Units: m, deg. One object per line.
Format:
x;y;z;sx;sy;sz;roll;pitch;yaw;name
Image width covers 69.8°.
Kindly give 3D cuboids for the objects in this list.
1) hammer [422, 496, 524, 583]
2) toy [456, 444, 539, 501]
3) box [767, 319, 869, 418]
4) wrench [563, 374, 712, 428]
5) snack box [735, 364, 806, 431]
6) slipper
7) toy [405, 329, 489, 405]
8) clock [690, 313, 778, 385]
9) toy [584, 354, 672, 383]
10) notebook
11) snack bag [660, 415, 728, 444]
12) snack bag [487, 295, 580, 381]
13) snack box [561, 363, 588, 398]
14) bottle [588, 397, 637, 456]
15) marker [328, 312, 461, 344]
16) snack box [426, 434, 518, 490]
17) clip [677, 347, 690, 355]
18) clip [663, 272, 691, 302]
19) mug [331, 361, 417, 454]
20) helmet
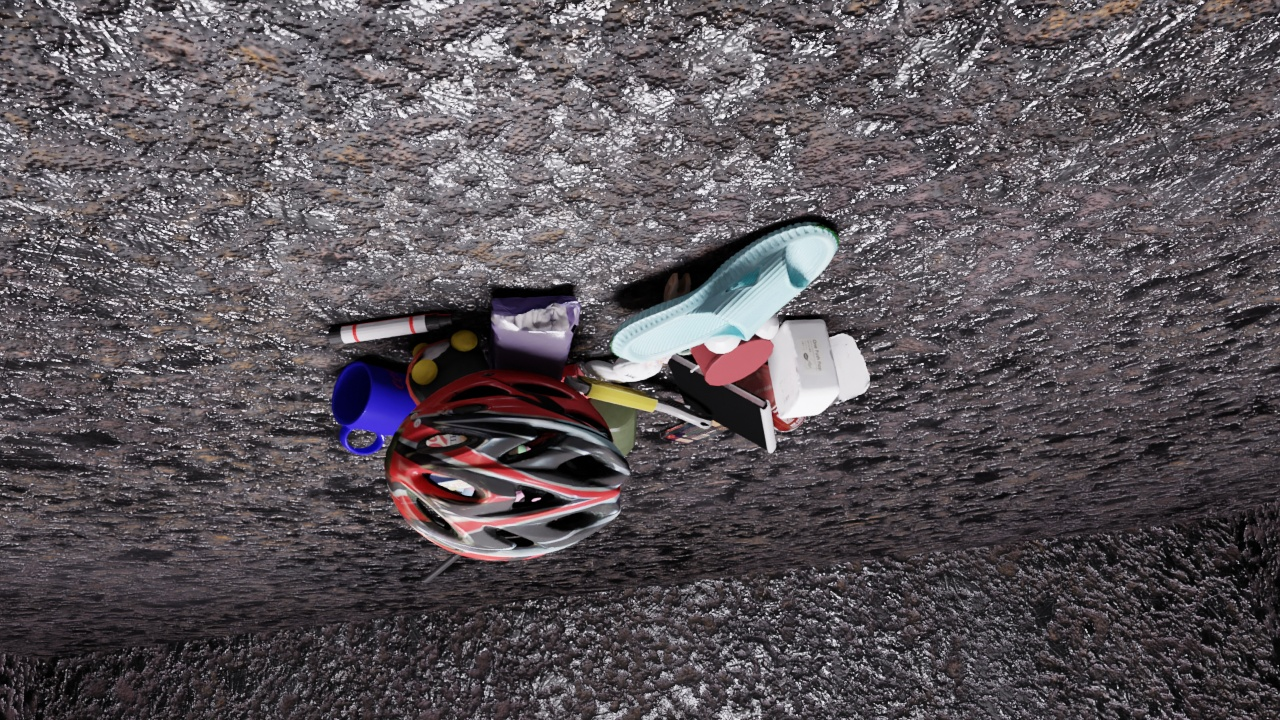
-0.209;0.246;1.422;0.325;0.015;0.095;-39;144;8;hammer
-0.207;0.181;1.461;0.171;0.120;0.222;-17;157;0;toy
0.238;0.009;1.162;0.130;0.110;0.103;-2;158;-9;box
0.000;0.054;1.234;0.273;0.018;0.084;16;-167;-48;wrench
0.188;0.055;1.307;0.072;0.072;0.121;-17;157;23;snack box
0.092;-0.053;0.978;0.277;0.069;0.116;-28;156;21;slipper
-0.231;0.022;1.079;0.097;0.100;0.119;-42;-155;-28;toy
0.112;-0.021;1.099;0.096;0.048;0.138;-16;152;-21;clock
-0.007;0.007;1.171;0.126;0.037;0.075;-15;165;38;toy
0.113;0.059;1.250;0.149;0.016;0.207;29;167;19;notebook
0.111;0.106;1.476;0.074;0.018;0.156;15;149;-43;snack bag
-0.126;-0.014;1.059;0.096;0.058;0.206;-2;158;-11;snack bag
-0.139;0.039;1.235;0.133;0.021;0.089;-10;158;7;snack box
-0.042;0.104;1.357;0.071;0.071;0.207;-6;158;-3;bottle
-0.270;-0.037;1.013;0.145;0.019;0.019;-8;158;3;marker
-0.231;0.089;1.168;0.145;0.144;0.042;-12;161;11;snack box
0.050;-0.028;1.118;0.023;0.047;0.076;-9;162;9;clip
0.038;-0.075;1.006;0.047;0.025;0.062;12;149;-37;clip
-0.326;0.063;1.128;0.079;0.111;0.083;25;-177;41;mug
-0.144;0.123;1.026;0.271;0.217;0.167;4;-166;-30;helmet
